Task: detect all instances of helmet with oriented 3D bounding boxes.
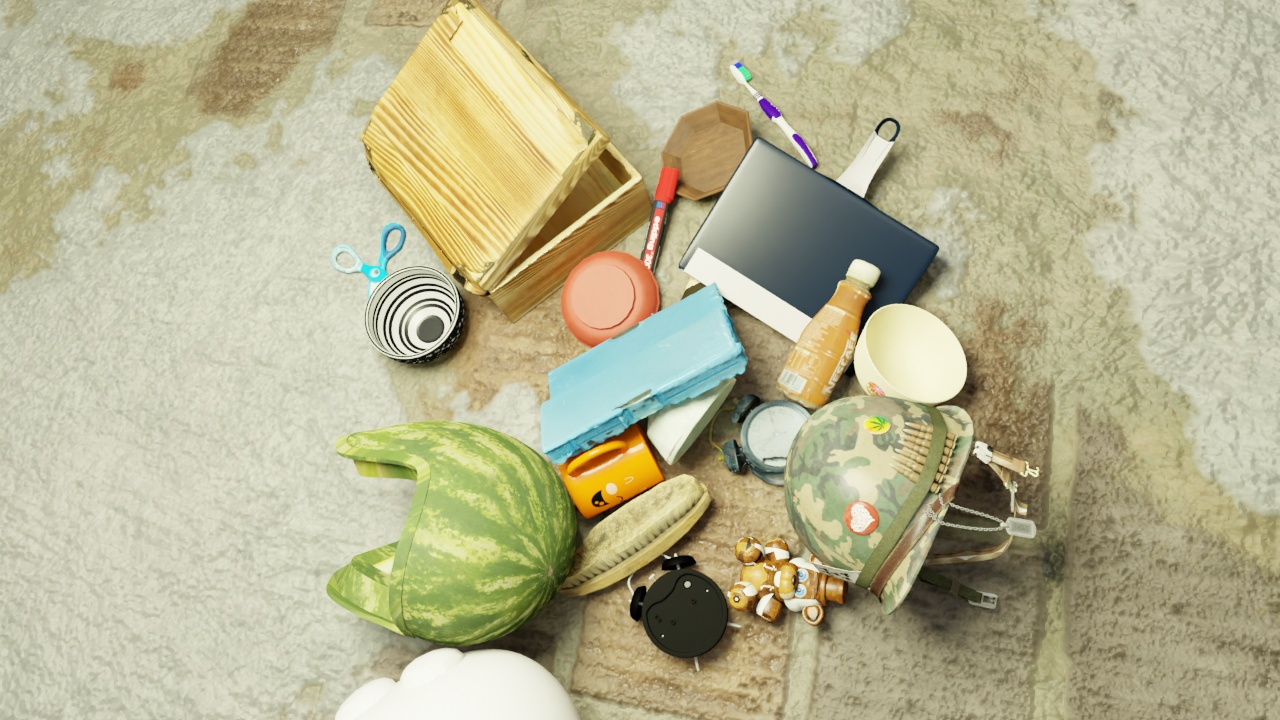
[{"bbox_3d":[-0.183,0.175,0.934,0.247,0.242,0.213,19,105,41],"label":"helmet"},{"bbox_3d":[0.255,0.139,0.876,0.236,0.193,0.223,10,43,-3],"label":"helmet"}]

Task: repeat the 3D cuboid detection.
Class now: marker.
[{"bbox_3d":[0.020,-0.162,1.112,0.023,0.021,0.145,10,84,37],"label":"marker"}]

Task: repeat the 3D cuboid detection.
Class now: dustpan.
[{"bbox_3d":[0.217,-0.161,1.051,0.236,0.080,0.273,33,101,6],"label":"dustpan"}]

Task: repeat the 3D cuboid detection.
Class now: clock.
[{"bbox_3d":[0.040,0.257,0.966,0.091,0.042,0.121,-45,69,-6],"label":"clock"},{"bbox_3d":[0.139,0.086,1.003,0.129,0.052,0.090,11,74,19],"label":"clock"}]

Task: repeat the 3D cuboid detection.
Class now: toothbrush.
[{"bbox_3d":[0.168,-0.310,1.152,0.016,0.015,0.186,-32,69,-6],"label":"toothbrush"}]

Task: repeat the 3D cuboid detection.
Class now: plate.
[{"bbox_3d":[0.085,-0.252,1.124,0.132,0.025,0.131,-11,70,31],"label":"plate"}]

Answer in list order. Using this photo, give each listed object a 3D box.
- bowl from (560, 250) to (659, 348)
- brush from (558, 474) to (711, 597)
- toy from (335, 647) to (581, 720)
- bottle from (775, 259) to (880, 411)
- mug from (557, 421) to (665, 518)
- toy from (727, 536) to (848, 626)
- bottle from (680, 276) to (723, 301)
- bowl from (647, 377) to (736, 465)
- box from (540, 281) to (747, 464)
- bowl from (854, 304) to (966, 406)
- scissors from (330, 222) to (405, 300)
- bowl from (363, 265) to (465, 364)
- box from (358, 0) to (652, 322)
[{"bbox_3d":[-0.040,-0.073,1.085,0.122,0.035,0.122,-1,85,13],"label":"bowl"},{"bbox_3d":[-0.011,0.189,0.988,0.195,0.043,0.059,-34,36,2],"label":"brush"},{"bbox_3d":[-0.165,0.411,0.840,0.263,0.265,0.280,-28,85,3],"label":"toy"},{"bbox_3d":[0.208,-0.029,0.995,0.059,0.059,0.167,28,94,19],"label":"bottle"},{"bbox_3d":[-0.036,0.112,0.994,0.096,0.113,0.077,-26,65,1],"label":"mug"},{"bbox_3d":[0.153,0.228,0.943,0.113,0.067,0.087,3,71,25],"label":"toy"},{"bbox_3d":[0.100,-0.141,1.090,0.045,0.045,0.184,18,76,16],"label":"bottle"},{"bbox_3d":[0.045,0.050,0.994,0.061,0.117,0.117,36,81,10],"label":"bowl"},{"bbox_3d":[-0.006,0.006,0.990,0.232,0.033,0.174,-29,30,10],"label":"box"},{"bbox_3d":[0.276,0.009,0.982,0.118,0.074,0.117,8,59,-14],"label":"bowl"},{"bbox_3d":[-0.336,-0.124,1.190,0.127,0.012,0.137,-44,66,-7],"label":"scissors"},{"bbox_3d":[-0.267,-0.048,1.120,0.120,0.066,0.120,-4,71,10],"label":"bowl"},{"bbox_3d":[-0.181,-0.235,1.091,0.258,0.221,0.279,-39,70,-2],"label":"box"}]
